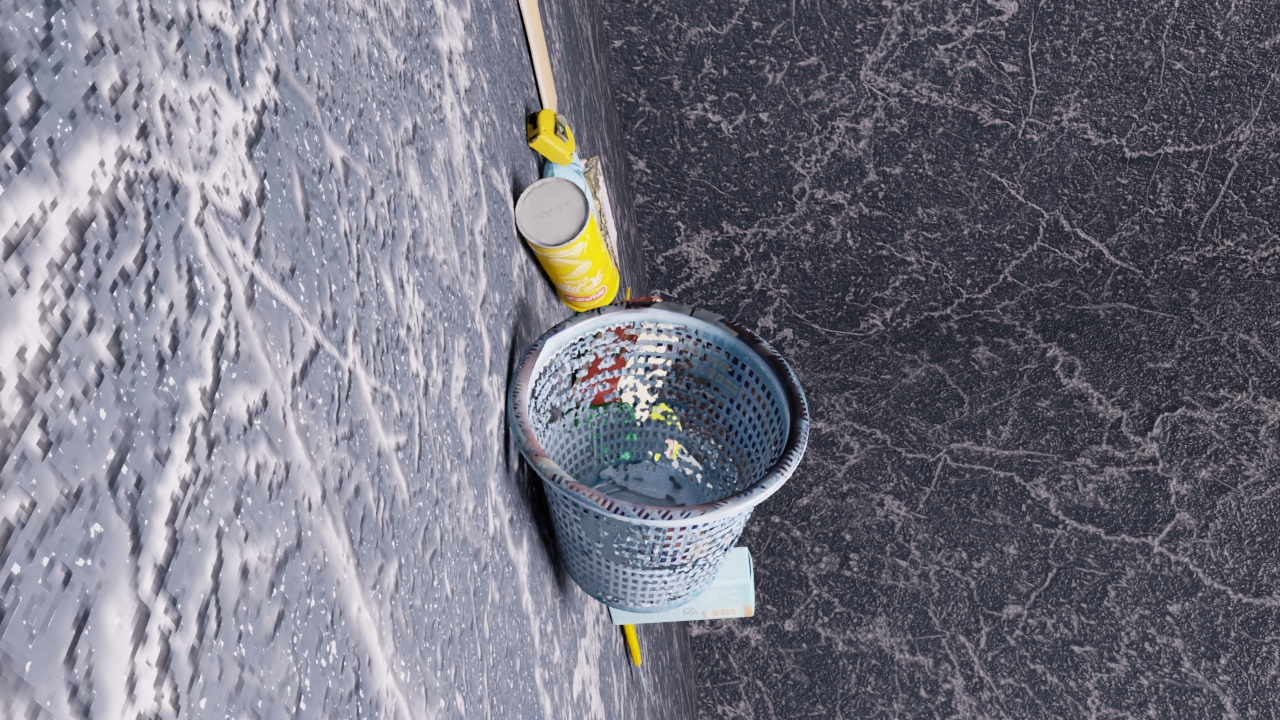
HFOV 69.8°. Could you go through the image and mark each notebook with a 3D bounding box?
[{"bbox_3d":[-0.128,-0.399,1.132,0.149,0.012,0.212,-96,176,-52],"label":"notebook"}]

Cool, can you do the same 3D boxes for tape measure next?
[{"bbox_3d":[-0.094,-0.243,0.988,0.060,0.029,0.057,29,45,-46],"label":"tape measure"}]

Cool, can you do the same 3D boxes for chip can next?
[{"bbox_3d":[-0.068,-0.110,0.924,0.213,0.072,0.072,69,14,-77],"label":"chip can"}]

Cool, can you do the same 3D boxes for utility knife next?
[{"bbox_3d":[-0.014,0.354,1.182,0.033,0.015,0.215,-93,171,-65],"label":"utility knife"}]

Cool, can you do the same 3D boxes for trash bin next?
[{"bbox_3d":[0.007,0.096,0.753,0.226,0.226,0.195,-94,-172,-46],"label":"trash bin"}]

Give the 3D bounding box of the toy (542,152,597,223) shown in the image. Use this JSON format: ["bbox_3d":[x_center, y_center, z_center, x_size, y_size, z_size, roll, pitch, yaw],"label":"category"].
[{"bbox_3d":[-0.084,-0.195,1.050,0.156,0.050,0.161,-88,157,-50],"label":"toy"}]

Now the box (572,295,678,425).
[{"bbox_3d":[-0.007,0.006,1.092,0.091,0.077,0.167,64,36,-37],"label":"box"}]

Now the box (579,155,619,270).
[{"bbox_3d":[-0.068,-0.184,1.233,0.184,0.061,0.089,80,4,-56],"label":"box"}]

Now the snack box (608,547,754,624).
[{"bbox_3d":[0.046,0.266,1.079,0.051,0.175,0.074,-90,172,-47],"label":"snack box"}]

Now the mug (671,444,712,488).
[{"bbox_3d":[0.035,0.158,1.340,0.103,0.083,0.124,50,-6,-23],"label":"mug"}]

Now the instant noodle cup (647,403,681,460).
[{"bbox_3d":[-0.008,0.116,1.184,0.123,0.112,0.112,-60,143,-72],"label":"instant noodle cup"}]

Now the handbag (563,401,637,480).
[{"bbox_3d":[-0.036,0.107,0.976,0.131,0.068,0.120,63,20,-79],"label":"handbag"}]

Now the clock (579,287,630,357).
[{"bbox_3d":[-0.035,-0.017,1.192,0.160,0.056,0.116,-59,137,-53],"label":"clock"}]
